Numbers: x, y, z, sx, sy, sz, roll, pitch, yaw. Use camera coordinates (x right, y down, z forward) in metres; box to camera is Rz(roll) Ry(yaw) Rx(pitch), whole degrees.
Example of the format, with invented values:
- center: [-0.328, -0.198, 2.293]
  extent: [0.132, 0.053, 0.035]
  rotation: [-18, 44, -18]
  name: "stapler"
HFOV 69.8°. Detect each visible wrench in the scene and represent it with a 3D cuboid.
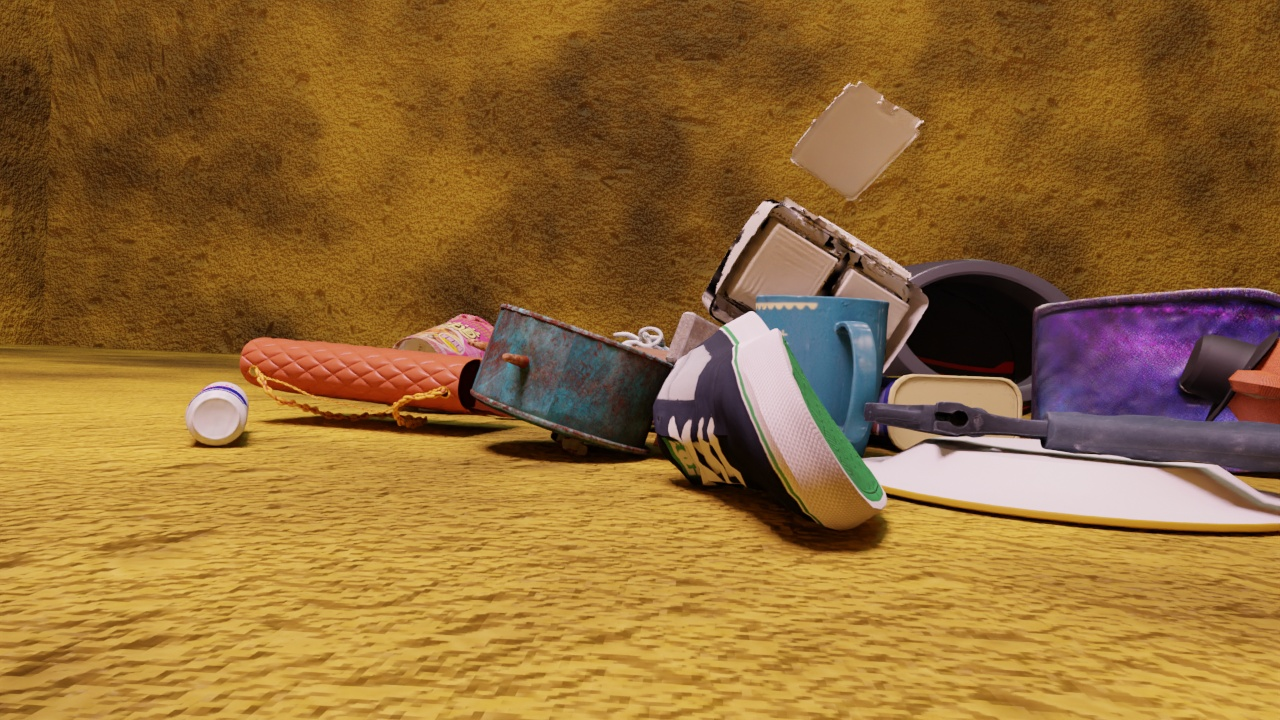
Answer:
- center: [0.233, 0.037, 0.436]
  extent: [0.274, 0.022, 0.073]
  rotation: [2, -6, 39]
  name: "wrench"

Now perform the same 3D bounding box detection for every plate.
- center: [0.223, 0.059, 0.489]
  extent: [0.230, 0.021, 0.230]
  rotation: [3, 1, 0]
  name: "plate"

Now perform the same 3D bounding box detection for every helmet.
- center: [0.308, -0.013, 0.940]
  extent: [0.265, 0.164, 0.170]
  rotation: [13, -12, 14]
  name: "helmet"

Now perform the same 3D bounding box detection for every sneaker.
- center: [-0.014, 0.009, 0.946]
  extent: [0.089, 0.091, 0.242]
  rotation: [4, 2, 16]
  name: "sneaker"
- center: [0.046, 0.033, 0.423]
  extent: [0.079, 0.084, 0.235]
  rotation: [-33, 7, 5]
  name: "sneaker"

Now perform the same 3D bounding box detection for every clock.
- center: [-0.028, 0.023, 0.580]
  extent: [0.157, 0.073, 0.121]
  rotation: [19, -1, -24]
  name: "clock"

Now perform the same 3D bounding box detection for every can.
- center: [0.220, 0.039, 0.720]
  extent: [0.116, 0.056, 0.092]
  rotation: [2, 0, -18]
  name: "can"
- center: [-0.256, 0.031, 0.558]
  extent: [0.032, 0.032, 0.095]
  rotation: [2, 1, -23]
  name: "can"

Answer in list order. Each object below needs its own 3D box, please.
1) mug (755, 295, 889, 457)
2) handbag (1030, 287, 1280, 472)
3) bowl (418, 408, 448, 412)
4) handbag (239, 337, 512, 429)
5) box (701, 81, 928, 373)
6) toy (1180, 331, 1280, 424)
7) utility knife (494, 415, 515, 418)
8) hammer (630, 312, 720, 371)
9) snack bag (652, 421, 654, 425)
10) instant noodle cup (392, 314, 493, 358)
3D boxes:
- center: [0.118, 0.012, 0.581]
  extent: [0.084, 0.104, 0.112]
  rotation: [2, 3, -11]
  name: "mug"
- center: [0.427, 0.014, 0.707]
  extent: [0.222, 0.125, 0.204]
  rotation: [0, -1, 30]
  name: "handbag"
- center: [-0.180, 0.025, 0.860]
  extent: [0.114, 0.045, 0.114]
  rotation: [2, 1, 0]
  name: "bowl"
- center: [-0.193, 0.018, 0.688]
  extent: [0.172, 0.060, 0.108]
  rotation: [6, -4, 15]
  name: "handbag"
- center: [0.143, -0.093, 0.683]
  extent: [0.143, 0.193, 0.106]
  rotation: [30, 12, -18]
  name: "box"
- center: [0.359, 0.029, 0.439]
  extent: [0.176, 0.096, 0.112]
  rotation: [37, 18, 28]
  name: "toy"
- center: [-0.056, 0.048, 0.816]
  extent: [0.151, 0.015, 0.022]
  rotation: [5, -1, -11]
  name: "utility knife"
- center: [-0.004, 0.004, 0.746]
  extent: [0.158, 0.037, 0.301]
  rotation: [30, -15, -38]
  name: "hammer"
- center: [0.056, 0.052, 0.796]
  extent: [0.157, 0.013, 0.057]
  rotation: [3, 3, -44]
  name: "snack bag"
- center: [-0.215, 0.003, 1.004]
  extent: [0.098, 0.098, 0.108]
  rotation: [3, 9, 21]
  name: "instant noodle cup"
